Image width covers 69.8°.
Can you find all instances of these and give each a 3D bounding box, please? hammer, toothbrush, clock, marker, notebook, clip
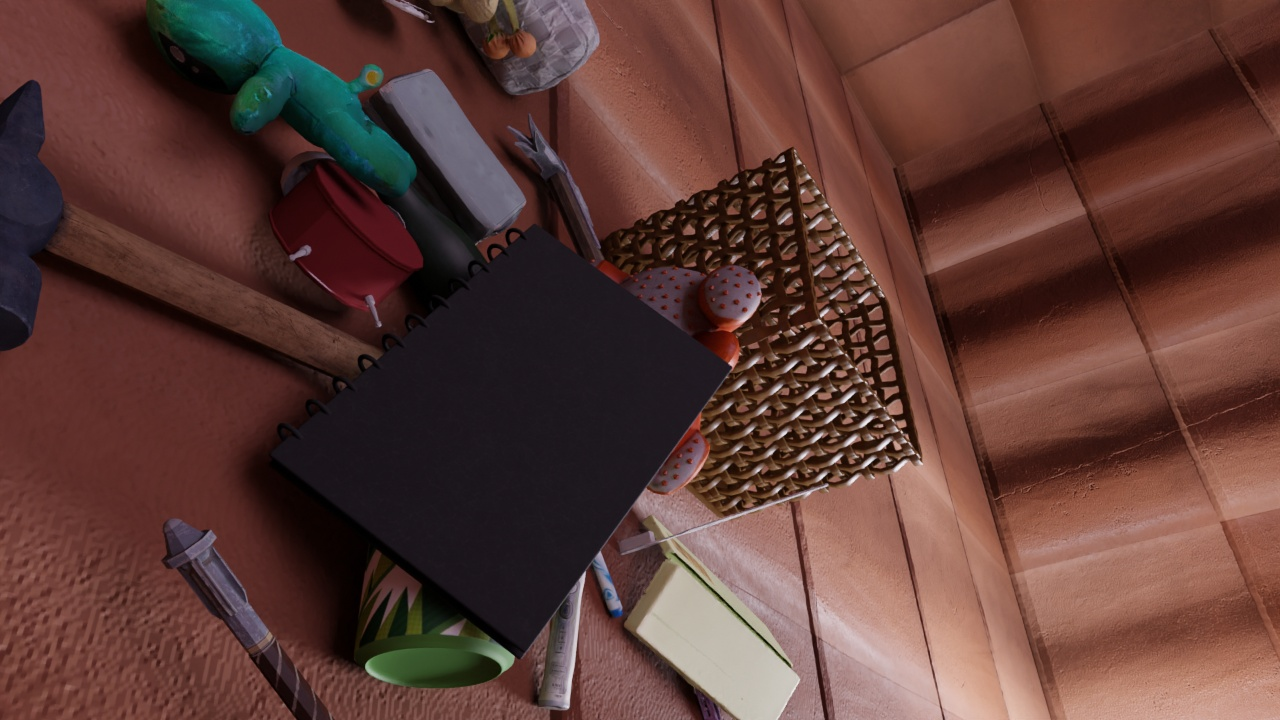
[{"bbox_3d":[-0.199,-0.020,0.497,0.321,0.040,0.129,34,38,-52],"label":"hammer"},{"bbox_3d":[-0.047,0.146,0.642,0.024,0.022,0.185,85,11,-64],"label":"toothbrush"},{"bbox_3d":[-0.115,0.202,0.411,0.322,0.099,0.044,61,26,-15],"label":"hammer"},{"bbox_3d":[-0.177,-0.079,0.552,0.087,0.044,0.124,44,10,-37],"label":"clock"},{"bbox_3d":[-0.042,0.133,0.714,0.013,0.013,0.142,-18,87,-65],"label":"marker"},{"bbox_3d":[-0.068,0.026,0.523,0.169,0.019,0.230,36,50,5],"label":"notebook"},{"bbox_3d":[0.063,0.123,0.730,0.010,0.182,0.010,30,42,-60],"label":"toothbrush"},{"bbox_3d":[0.056,0.289,0.788,0.045,0.014,0.050,50,29,-34],"label":"clip"},{"bbox_3d":[-0.027,-0.059,0.784,0.147,0.028,0.316,49,15,-57],"label":"hammer"}]

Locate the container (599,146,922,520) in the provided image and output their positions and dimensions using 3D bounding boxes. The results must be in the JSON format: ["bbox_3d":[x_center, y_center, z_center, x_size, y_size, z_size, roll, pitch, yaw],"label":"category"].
[{"bbox_3d":[0.113,-0.014,0.899,0.251,0.215,0.219,45,34,-40],"label":"container"}]

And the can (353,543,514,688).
[{"bbox_3d":[-0.110,0.102,0.518,0.083,0.083,0.143,41,36,-45],"label":"can"}]

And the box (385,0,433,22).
[{"bbox_3d":[-0.191,-0.324,0.706,0.081,0.092,0.159,24,42,-61],"label":"box"}]

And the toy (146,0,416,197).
[{"bbox_3d":[-0.206,-0.166,0.521,0.193,0.072,0.130,38,11,-16],"label":"toy"}]

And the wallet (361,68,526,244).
[{"bbox_3d":[-0.147,-0.149,0.683,0.131,0.054,0.100,59,18,-15],"label":"wallet"}]

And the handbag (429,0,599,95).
[{"bbox_3d":[-0.116,-0.315,0.804,0.171,0.113,0.123,56,27,-28],"label":"handbag"}]

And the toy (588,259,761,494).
[{"bbox_3d":[-0.004,0.004,0.648,0.093,0.164,0.172,61,42,-54],"label":"toy"}]

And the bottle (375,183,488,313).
[{"bbox_3d":[-0.140,-0.073,0.632,0.174,0.055,0.055,59,27,-17],"label":"bottle"}]

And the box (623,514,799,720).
[{"bbox_3d":[0.067,0.227,0.792,0.188,0.061,0.133,48,29,-24],"label":"box"}]
